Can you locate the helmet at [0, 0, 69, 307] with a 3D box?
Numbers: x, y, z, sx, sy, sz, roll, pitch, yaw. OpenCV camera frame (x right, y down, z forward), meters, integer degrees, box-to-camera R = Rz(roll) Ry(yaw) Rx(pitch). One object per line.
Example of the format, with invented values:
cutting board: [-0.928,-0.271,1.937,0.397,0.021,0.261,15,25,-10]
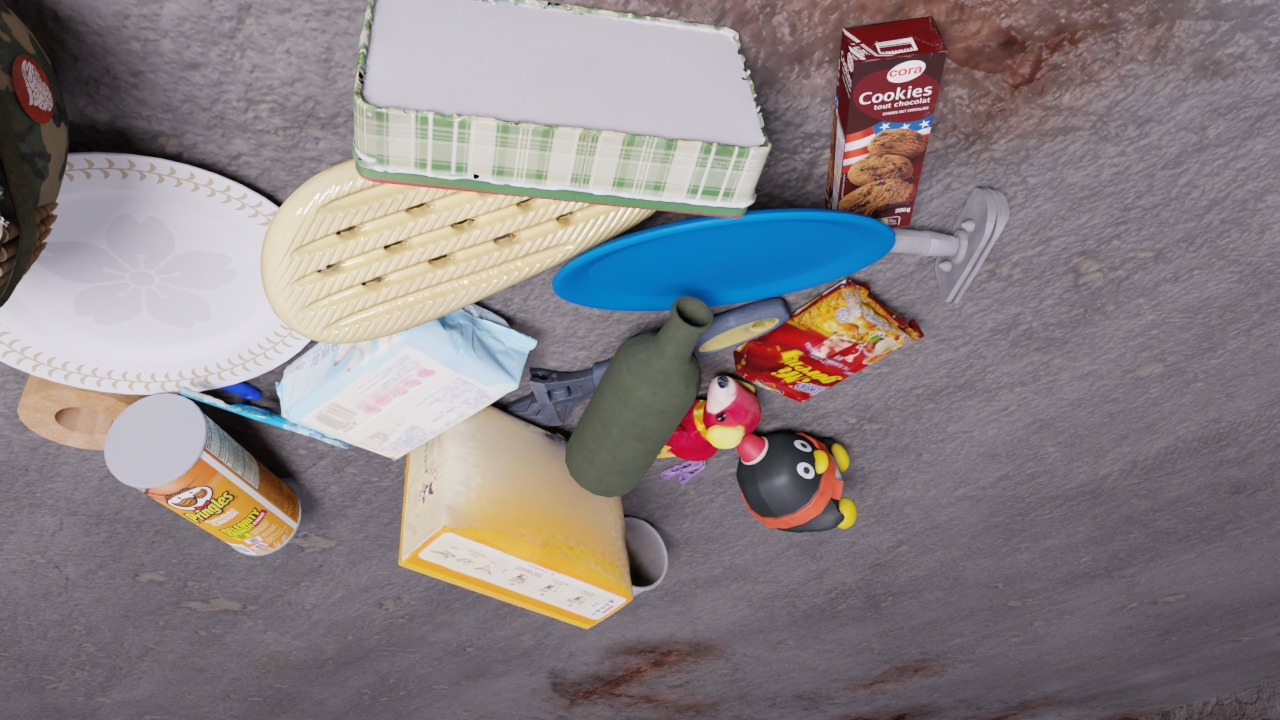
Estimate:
helmet: [-0.363,-0.089,0.391,0.225,0.235,0.192,-23,119,39]

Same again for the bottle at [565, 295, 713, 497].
bottle: [0.002,0.028,0.718,0.071,0.071,0.207,8,140,-19]

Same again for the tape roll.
tape roll: [-0.447,0.038,0.744,0.094,0.027,0.094,-4,145,-3]

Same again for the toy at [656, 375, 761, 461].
toy: [0.049,0.060,0.821,0.138,0.067,0.105,-23,146,35]

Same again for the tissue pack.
tissue pack: [-0.179,0.006,0.702,0.182,0.069,0.112,-30,138,28]

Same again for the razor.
razor: [0.186,-0.085,0.650,0.116,0.047,0.088,6,145,-3]

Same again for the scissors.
scissors: [-0.304,0.043,0.732,0.134,0.012,0.134,24,172,-40]

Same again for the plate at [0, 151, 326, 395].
plate: [-0.338,-0.052,0.620,0.242,0.016,0.243,-11,146,-7]

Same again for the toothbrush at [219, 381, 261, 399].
toothbrush: [-0.367,-0.008,0.703,0.016,0.018,0.182,-22,145,25]

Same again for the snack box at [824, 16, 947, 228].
snack box: [0.148,-0.139,0.568,0.051,0.031,0.141,-7,146,2]

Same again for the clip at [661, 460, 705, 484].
clip: [0.042,0.113,0.937,0.046,0.014,0.050,5,147,-10]

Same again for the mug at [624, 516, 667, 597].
mug: [-0.031,0.231,1.020,0.112,0.084,0.071,-28,170,-45]

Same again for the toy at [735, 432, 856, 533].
toy: [0.139,0.112,0.878,0.100,0.097,0.119,-23,140,30]

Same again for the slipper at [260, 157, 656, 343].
slipper: [-0.102,-0.101,0.556,0.261,0.079,0.111,-21,132,-7]

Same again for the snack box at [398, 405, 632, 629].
snack box: [-0.098,0.123,0.782,0.195,0.145,0.081,30,124,-33]

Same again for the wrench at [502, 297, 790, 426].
wrench: [-0.004,0.005,0.764,0.274,0.022,0.073,-20,142,22]

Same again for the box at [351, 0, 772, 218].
box: [-0.040,-0.136,0.477,0.205,0.117,0.050,2,140,-14]

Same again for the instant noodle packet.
instant noodle packet: [0.151,-0.013,0.749,0.136,0.039,0.098,-32,144,32]

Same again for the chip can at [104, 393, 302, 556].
chip can: [-0.362,0.104,0.782,0.075,0.075,0.215,-5,155,-2]

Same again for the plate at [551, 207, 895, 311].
plate: [0.052,-0.070,0.609,0.224,0.024,0.224,-7,171,-1]
